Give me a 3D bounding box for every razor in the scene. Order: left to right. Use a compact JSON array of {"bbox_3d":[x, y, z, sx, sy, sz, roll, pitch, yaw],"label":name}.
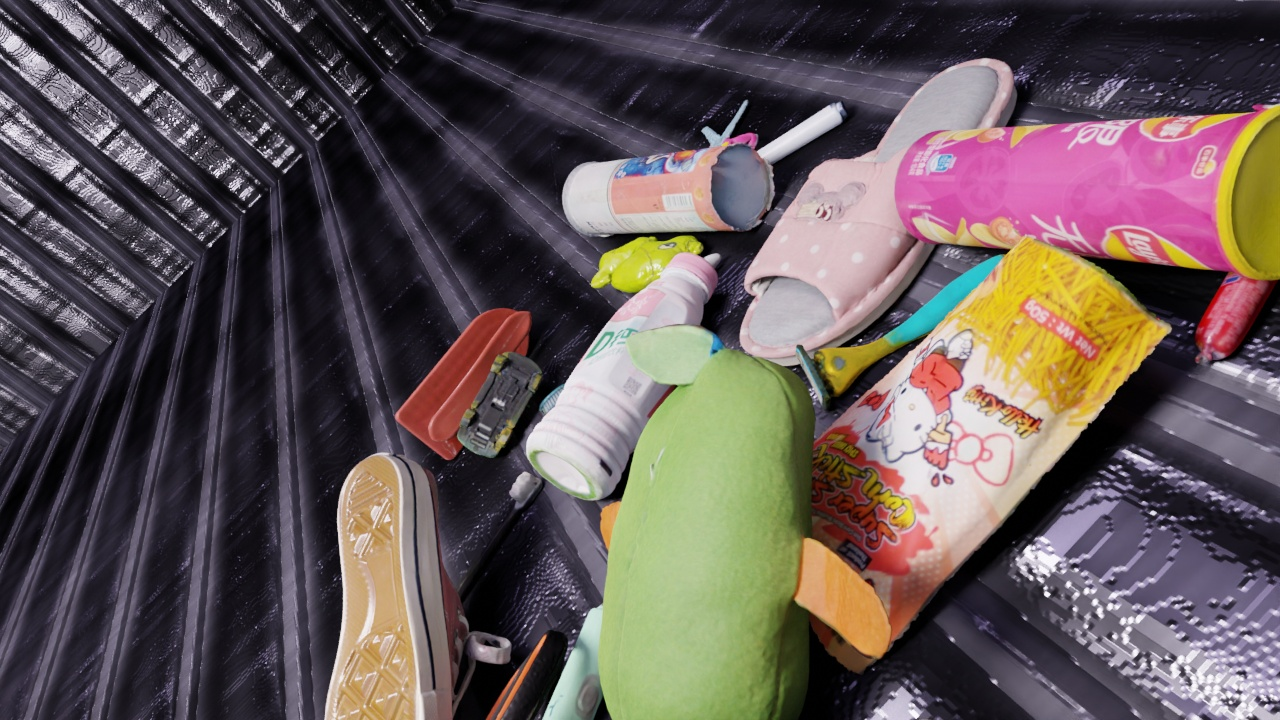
[{"bbox_3d":[0.154,-0.020,0.532,0.133,0.028,0.043,-35,55,21],"label":"razor"}]

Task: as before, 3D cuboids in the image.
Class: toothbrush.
[{"bbox_3d":[-0.127,0.157,0.659,0.016,0.018,0.180,14,65,46],"label":"toothbrush"},{"bbox_3d":[-0.028,0.173,0.514,0.027,0.026,0.223,-18,38,49],"label":"toothbrush"},{"bbox_3d":[-0.008,-0.019,0.732,0.192,0.016,0.018,-41,41,5],"label":"toothbrush"}]

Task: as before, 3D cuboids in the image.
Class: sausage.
[{"bbox_3d":[0.295,-0.058,0.424,0.155,0.020,0.020,-51,32,-12],"label":"sausage"}]

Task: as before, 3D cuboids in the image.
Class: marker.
[{"bbox_3d":[0.116,-0.180,0.779,0.131,0.018,0.022,-29,52,25],"label":"marker"}]

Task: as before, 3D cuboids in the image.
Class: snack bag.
[{"bbox_3d":[0.144,0.039,0.452,0.208,0.073,0.128,-47,31,9],"label":"snack bag"}]

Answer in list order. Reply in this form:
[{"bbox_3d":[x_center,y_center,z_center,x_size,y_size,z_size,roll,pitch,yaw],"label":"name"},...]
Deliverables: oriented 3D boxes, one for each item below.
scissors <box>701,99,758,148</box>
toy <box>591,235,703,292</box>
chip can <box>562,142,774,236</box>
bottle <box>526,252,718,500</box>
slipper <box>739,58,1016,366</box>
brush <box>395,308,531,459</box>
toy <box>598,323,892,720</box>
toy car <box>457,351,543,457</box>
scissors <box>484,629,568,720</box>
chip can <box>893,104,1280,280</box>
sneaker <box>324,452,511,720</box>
[{"bbox_3d":[0.068,-0.197,0.860,0.125,0.017,0.133,-42,26,10],"label":"scissors"},{"bbox_3d":[0.003,-0.081,0.776,0.097,0.031,0.100,-29,24,0],"label":"toy"},{"bbox_3d":[0.017,-0.144,0.798,0.215,0.071,0.071,10,59,53],"label":"chip can"},{"bbox_3d":[-0.004,0.004,0.654,0.068,0.068,0.196,-2,47,48],"label":"bottle"},{"bbox_3d":[0.156,-0.111,0.614,0.274,0.054,0.114,-51,32,-12],"label":"slipper"},{"bbox_3d":[-0.147,0.013,0.810,0.145,0.063,0.069,-56,21,-22],"label":"brush"},{"bbox_3d":[0.031,0.107,0.436,0.227,0.090,0.246,2,78,55],"label":"toy"},{"bbox_3d":[-0.116,0.037,0.761,0.091,0.043,0.036,-62,-2,-16],"label":"toy car"},{"bbox_3d":[-0.099,0.240,0.461,0.234,0.021,0.137,-57,0,-29],"label":"scissors"},{"bbox_3d":[0.223,-0.087,0.469,0.071,0.071,0.211,-49,25,-8],"label":"chip can"},{"bbox_3d":[-0.140,0.177,0.581,0.118,0.087,0.240,-25,59,27],"label":"sneaker"}]
